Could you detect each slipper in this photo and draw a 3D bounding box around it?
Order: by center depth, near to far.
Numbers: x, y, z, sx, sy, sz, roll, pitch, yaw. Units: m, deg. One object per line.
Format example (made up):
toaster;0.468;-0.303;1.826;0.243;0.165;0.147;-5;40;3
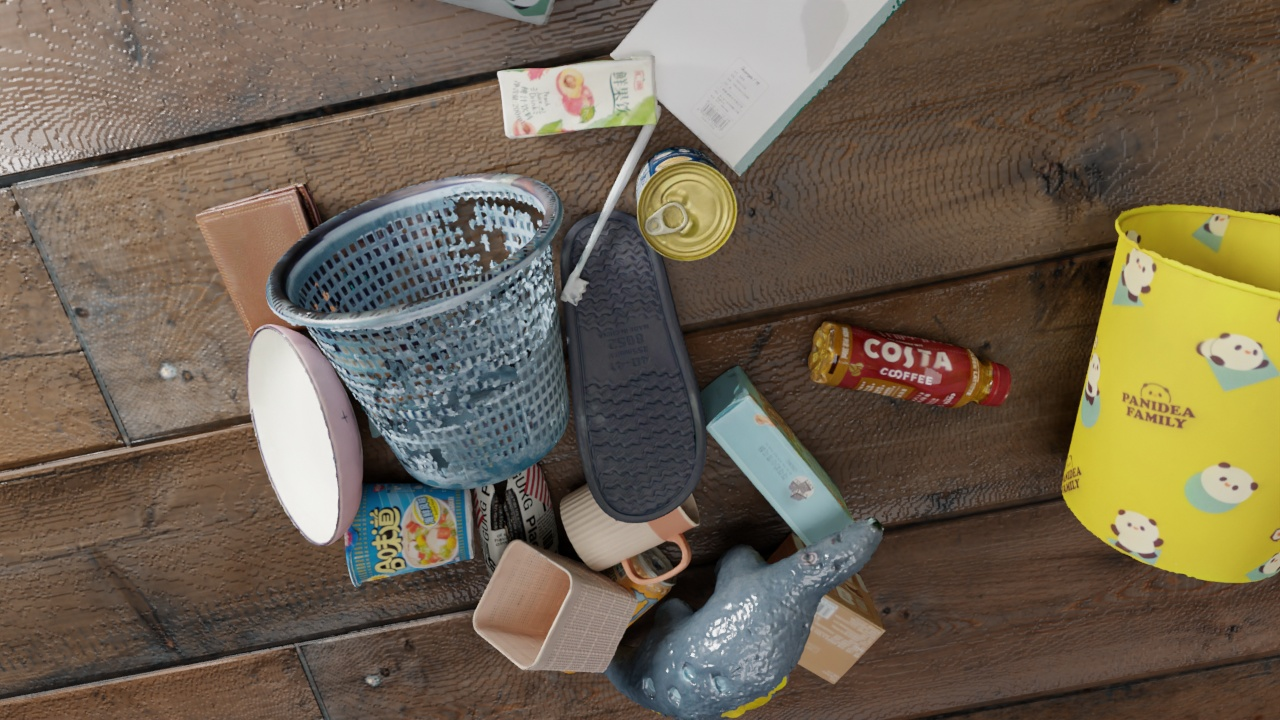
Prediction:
slipper;-0.005;0.005;0.806;0.111;0.083;0.268;-9;91;7

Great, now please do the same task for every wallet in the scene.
wallet;-0.310;-0.081;0.782;0.101;0.032;0.124;-11;110;14

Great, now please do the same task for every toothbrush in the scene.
toothbrush;-0.021;-0.129;0.761;0.016;0.016;0.180;26;92;6

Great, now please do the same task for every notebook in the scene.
notebook;0.100;-0.274;0.734;0.150;0.012;0.209;39;106;-17

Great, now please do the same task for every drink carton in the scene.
drink carton;-0.047;-0.210;0.731;0.122;0.045;0.053;-4;110;6

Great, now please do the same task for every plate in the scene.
plate;-0.282;0.061;0.783;0.038;0.192;0.193;-16;117;-38

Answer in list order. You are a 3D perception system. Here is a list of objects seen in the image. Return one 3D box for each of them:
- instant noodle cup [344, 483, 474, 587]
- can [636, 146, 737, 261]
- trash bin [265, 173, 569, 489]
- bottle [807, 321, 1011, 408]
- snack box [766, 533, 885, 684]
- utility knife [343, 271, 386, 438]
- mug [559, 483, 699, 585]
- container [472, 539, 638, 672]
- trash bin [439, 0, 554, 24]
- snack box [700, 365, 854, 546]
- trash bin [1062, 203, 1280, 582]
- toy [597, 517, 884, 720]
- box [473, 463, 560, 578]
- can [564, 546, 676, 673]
instant noodle cup;-0.211;0.155;0.852;0.110;0.099;0.099;-4;112;-9
can;0.034;-0.129;0.737;0.075;0.111;0.075;0;110;-1
trash bin;-0.149;-0.015;0.736;0.226;0.226;0.195;-12;124;3
bottle;0.243;0.007;0.825;0.175;0.057;0.057;10;110;-6
snack box;0.167;0.241;0.894;0.092;0.094;0.077;32;107;-14
utility knife;-0.249;-0.010;0.824;0.029;0.013;0.174;-3;110;1
mug;-0.004;0.152;0.851;0.106;0.081;0.114;-29;76;11
container;-0.072;0.227;0.830;0.111;0.090;0.090;31;83;-48
trash bin;-0.158;-0.349;0.593;0.251;0.229;0.230;13;110;-14
snack box;0.125;0.091;0.845;0.052;0.074;0.175;-38;108;11
trash bin;0.482;0.027;0.762;0.229;0.229;0.256;3;117;-3
toy;0.074;0.253;0.834;0.357;0.137;0.091;-37;118;28
box;-0.108;0.173;0.879;0.086;0.076;0.163;-11;109;-16
can;-0.034;0.244;0.908;0.058;0.058;0.146;42;104;-16
